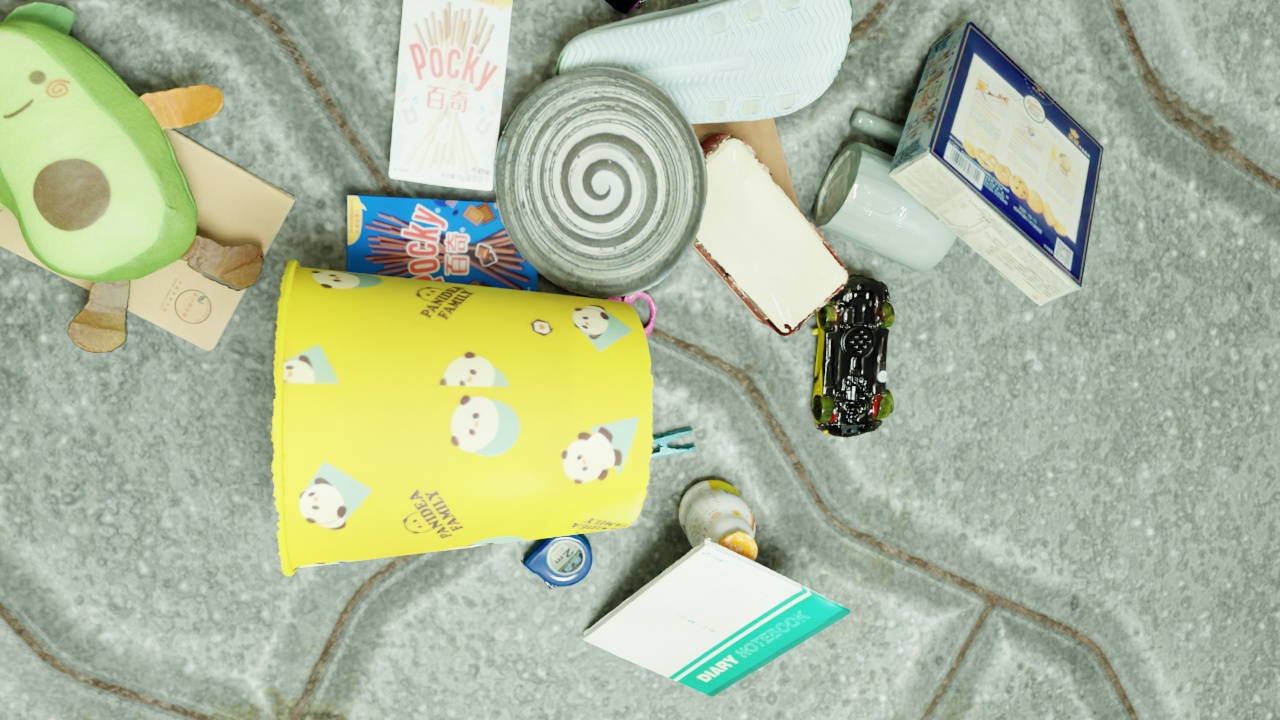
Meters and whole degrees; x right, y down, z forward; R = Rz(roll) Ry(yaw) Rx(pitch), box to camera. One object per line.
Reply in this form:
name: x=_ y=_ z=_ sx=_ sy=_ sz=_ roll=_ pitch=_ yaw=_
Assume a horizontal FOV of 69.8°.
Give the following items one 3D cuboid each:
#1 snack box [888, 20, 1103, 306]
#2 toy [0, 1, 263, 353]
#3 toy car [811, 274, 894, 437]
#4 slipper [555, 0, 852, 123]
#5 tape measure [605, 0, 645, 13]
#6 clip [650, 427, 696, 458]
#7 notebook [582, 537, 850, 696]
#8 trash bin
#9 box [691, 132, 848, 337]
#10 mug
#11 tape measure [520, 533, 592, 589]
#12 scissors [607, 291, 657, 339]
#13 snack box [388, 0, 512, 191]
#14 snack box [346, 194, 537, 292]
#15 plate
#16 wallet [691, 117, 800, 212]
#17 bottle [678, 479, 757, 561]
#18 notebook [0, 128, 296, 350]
snack box: x=0.306 y=-0.168 z=0.774 sx=0.178 sy=0.046 sz=0.182 roll=36 pitch=56 yaw=-15
toy: x=-0.405 y=-0.136 z=0.674 sx=0.226 sy=0.090 sz=0.247 roll=-30 pitch=108 yaw=-9
toy car: x=0.193 y=-0.003 z=0.838 sx=0.071 sy=0.041 sz=0.156 roll=-3 pitch=105 yaw=-9
slipper: x=0.052 y=-0.247 z=0.745 sx=0.245 sy=0.074 sz=0.104 roll=-12 pitch=122 yaw=-3
tape measure: x=-0.006 y=-0.307 z=0.733 sx=0.039 sy=0.057 sz=0.058 roll=38 pitch=84 yaw=-16
clip: x=0.023 y=0.077 z=0.840 sx=0.056 sy=0.014 sz=0.043 roll=-12 pitch=103 yaw=-7
notebook: x=0.061 y=0.235 z=0.817 sx=0.150 sy=0.012 sz=0.210 roll=28 pitch=133 yaw=-15
trash bin: x=-0.136 y=0.043 z=0.705 sx=0.255 sy=0.229 sz=0.230 roll=1 pitch=101 yaw=-16
box: x=0.096 y=-0.105 z=0.768 sx=0.091 sy=0.076 sz=0.168 roll=-44 pitch=111 yaw=2
mug: x=0.219 y=-0.151 z=0.801 sx=0.103 sy=0.084 sz=0.123 roll=20 pitch=71 yaw=-12
tape measure: x=-0.072 y=0.179 z=0.838 sx=0.058 sy=0.025 sz=0.054 roll=-44 pitch=107 yaw=5
scissors: x=-0.005 y=0.005 z=0.821 sx=0.057 sy=0.017 sz=0.133 roll=-13 pitch=107 yaw=-13
snack box: x=-0.154 y=-0.220 z=0.741 sx=0.084 sy=0.027 sz=0.157 roll=6 pitch=101 yaw=-11
snack box: x=-0.164 y=-0.092 z=0.765 sx=0.157 sy=0.026 sz=0.084 roll=1 pitch=101 yaw=-10
plate: x=-0.032 y=-0.139 z=0.724 sx=0.180 sy=0.024 sz=0.179 roll=5 pitch=107 yaw=17
wallet: x=0.078 y=-0.162 z=0.798 sx=0.101 sy=0.020 sz=0.115 roll=-21 pitch=107 yaw=-6
bottle: x=0.072 y=0.149 z=0.814 sx=0.063 sy=0.108 sz=0.063 roll=-2 pitch=102 yaw=-9
notebook: x=-0.404 y=-0.119 z=0.728 sx=0.207 sy=0.008 sz=0.148 roll=30 pitch=95 yaw=-14
